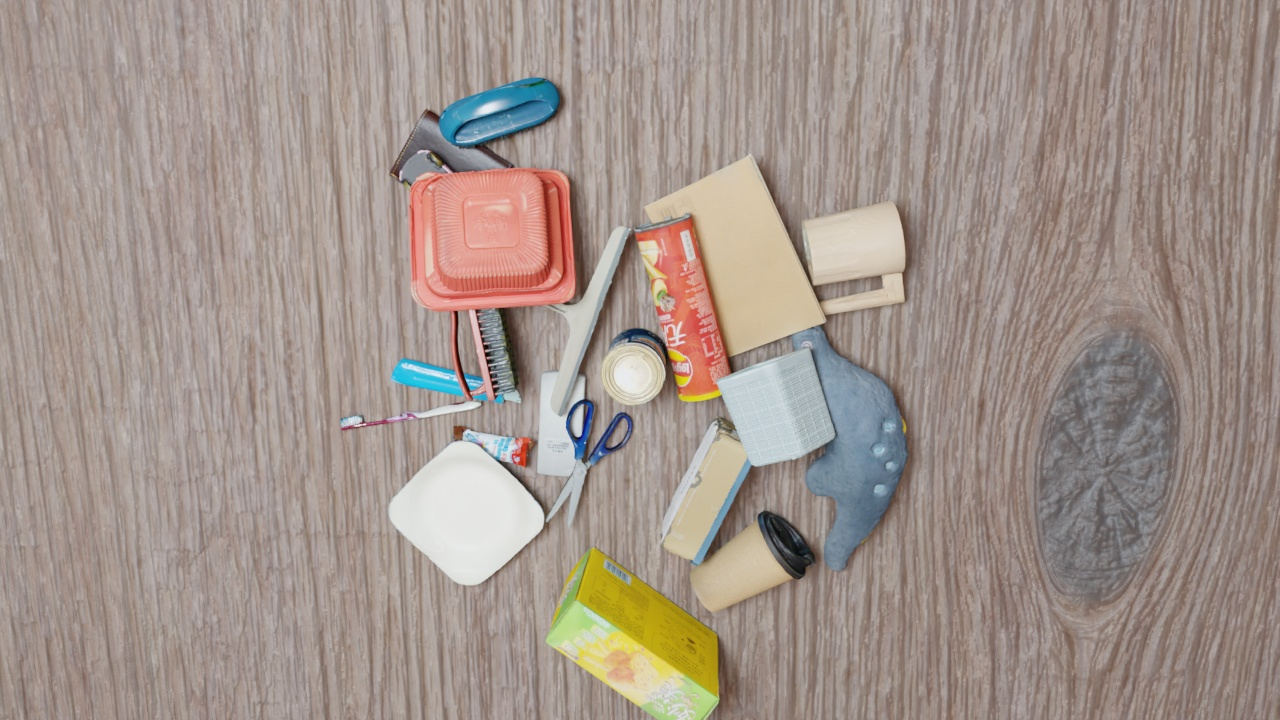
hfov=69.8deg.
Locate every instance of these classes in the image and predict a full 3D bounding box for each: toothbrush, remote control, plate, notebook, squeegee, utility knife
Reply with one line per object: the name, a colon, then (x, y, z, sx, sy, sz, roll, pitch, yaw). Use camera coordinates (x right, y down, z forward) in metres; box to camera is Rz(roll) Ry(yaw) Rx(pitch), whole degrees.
toothbrush: (-0.293, 0.067, 1.168, 0.188, 0.016, 0.017, -10, 91, 6)
remote control: (-0.099, 0.079, 1.156, 0.056, 0.019, 0.135, 4, 101, 3)
plate: (-0.220, 0.192, 1.174, 0.164, 0.034, 0.163, -42, 100, 12)
notebook: (0.109, -0.115, 1.082, 0.150, 0.012, 0.211, -21, 100, 31)
squeegee: (-0.163, -0.090, 1.118, 0.246, 0.039, 0.247, 22, 106, 5)
utility knife: (-0.231, 0.029, 1.155, 0.166, 0.018, 0.034, 13, 109, -1)

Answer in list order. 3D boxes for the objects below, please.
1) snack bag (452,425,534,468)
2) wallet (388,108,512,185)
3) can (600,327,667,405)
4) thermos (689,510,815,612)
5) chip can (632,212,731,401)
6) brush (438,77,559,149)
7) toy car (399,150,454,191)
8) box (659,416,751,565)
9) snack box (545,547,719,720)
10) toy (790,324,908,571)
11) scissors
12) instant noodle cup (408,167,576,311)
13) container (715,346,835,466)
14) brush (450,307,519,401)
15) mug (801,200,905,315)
snack bag: (-0.187, 0.109, 1.164, 0.105, 0.026, 0.045, 9, 115, 4)
wallet: (-0.230, -0.228, 1.104, 0.122, 0.020, 0.096, 33, 106, -5)
can: (-0.006, 0.006, 1.089, 0.075, 0.111, 0.075, 1, 101, 3)
thermos: (0.136, 0.255, 1.146, 0.143, 0.093, 0.093, -36, 97, 17)
chip can: (0.053, -0.061, 1.083, 0.073, 0.073, 0.217, -14, 105, 6)
brush: (-0.162, -0.287, 1.054, 0.144, 0.073, 0.055, -18, 89, -4)
toy car: (-0.229, -0.195, 1.086, 0.056, 0.037, 0.122, -44, 94, 7)
box: (0.079, 0.164, 1.128, 0.059, 0.089, 0.184, 23, 104, -2)
snack box: (-0.005, 0.342, 1.132, 0.210, 0.157, 0.070, 36, 102, -4)
toy: (0.249, 0.089, 1.109, 0.138, 0.091, 0.356, -9, 101, 33)
scissors: (-0.078, 0.125, 1.147, 0.169, 0.012, 0.147, -37, 111, -7)
instant noodle cup: (-0.167, -0.143, 1.026, 0.188, 0.079, 0.164, -5, 81, -7)
container: (0.159, 0.055, 1.056, 0.090, 0.089, 0.111, -20, 90, 45)
brush: (-0.191, -0.026, 1.084, 0.069, 0.063, 0.146, -11, 100, -1)
mug: (0.249, -0.116, 1.070, 0.103, 0.084, 0.125, -10, 115, 7)
